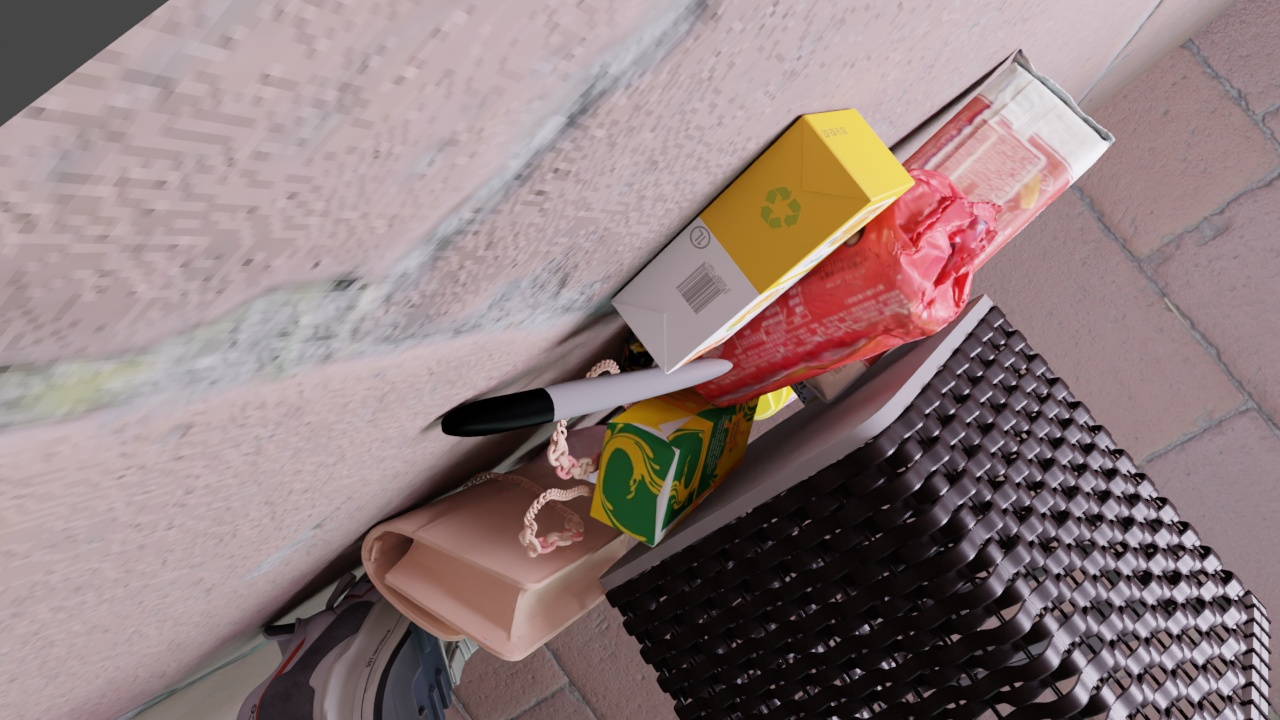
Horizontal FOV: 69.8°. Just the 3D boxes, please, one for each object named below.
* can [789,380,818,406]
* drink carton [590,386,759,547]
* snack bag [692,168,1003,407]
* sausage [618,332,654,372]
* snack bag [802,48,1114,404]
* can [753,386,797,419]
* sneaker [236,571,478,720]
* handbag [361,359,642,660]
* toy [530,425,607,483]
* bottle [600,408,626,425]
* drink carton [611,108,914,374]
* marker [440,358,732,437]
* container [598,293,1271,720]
[{"bbox_3d":[0.127,-0.014,0.685,0.067,0.121,0.067,-37,174,-5],"label":"can"},{"bbox_3d":[0.025,0.047,0.519,0.122,0.041,0.058,-30,137,-55],"label":"drink carton"},{"bbox_3d":[0.088,-0.029,0.455,0.177,0.082,0.082,-26,-176,46],"label":"snack bag"},{"bbox_3d":[-0.003,0.003,0.567,0.020,0.020,0.155,-36,174,-11],"label":"sausage"},{"bbox_3d":[0.166,-0.076,0.542,0.225,0.077,0.041,-42,169,-1],"label":"snack bag"},{"bbox_3d":[0.137,0.020,0.982,0.068,0.067,0.104,-40,170,28],"label":"can"},{"bbox_3d":[-0.175,0.172,0.594,0.124,0.089,0.239,-13,-166,7],"label":"sneaker"},{"bbox_3d":[-0.057,0.058,0.557,0.198,0.117,0.187,-15,125,-62],"label":"handbag"},{"bbox_3d":[-0.058,0.087,0.740,0.098,0.053,0.096,-30,-176,-29],"label":"toy"},{"bbox_3d":[-0.016,0.101,0.867,0.111,0.099,0.098,-44,171,21],"label":"bottle"},{"bbox_3d":[0.047,-0.047,0.385,0.123,0.040,0.058,-41,172,34],"label":"drink carton"},{"bbox_3d":[-0.021,0.014,0.406,0.138,0.016,0.022,-12,-168,-24],"label":"marker"},{"bbox_3d":[0.163,0.141,0.535,0.248,0.243,0.244,-39,175,39],"label":"container"}]
